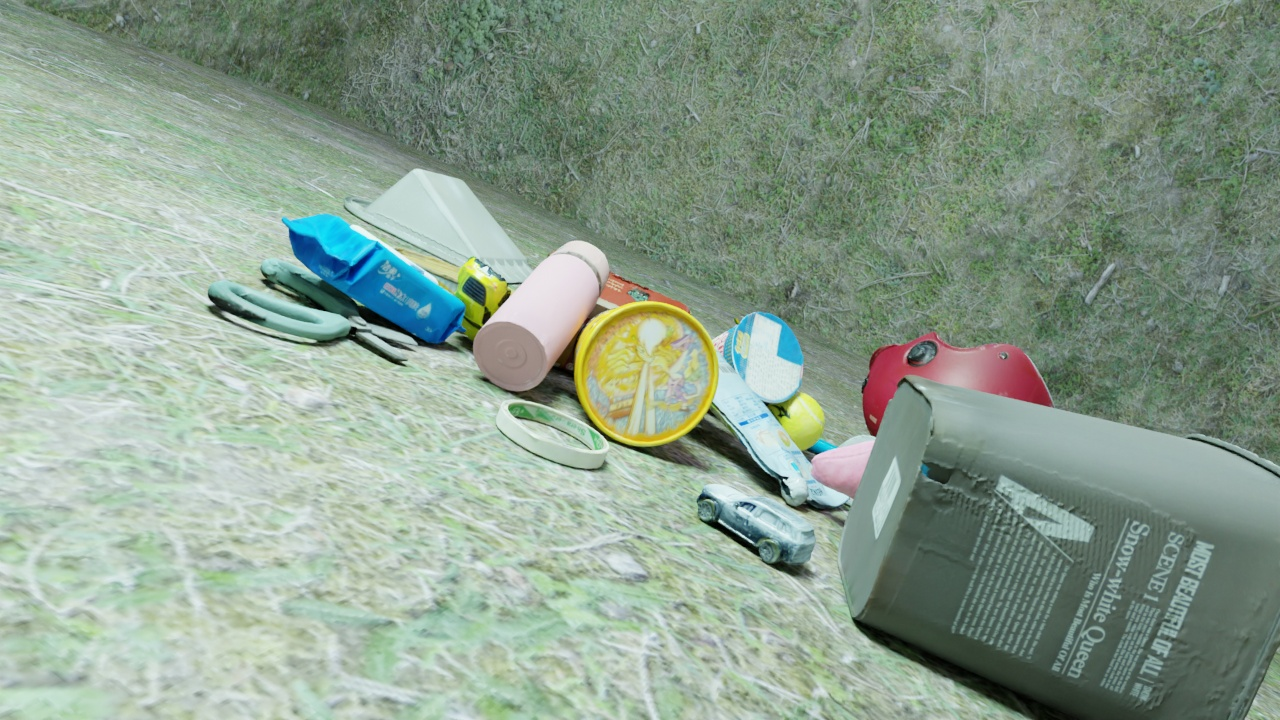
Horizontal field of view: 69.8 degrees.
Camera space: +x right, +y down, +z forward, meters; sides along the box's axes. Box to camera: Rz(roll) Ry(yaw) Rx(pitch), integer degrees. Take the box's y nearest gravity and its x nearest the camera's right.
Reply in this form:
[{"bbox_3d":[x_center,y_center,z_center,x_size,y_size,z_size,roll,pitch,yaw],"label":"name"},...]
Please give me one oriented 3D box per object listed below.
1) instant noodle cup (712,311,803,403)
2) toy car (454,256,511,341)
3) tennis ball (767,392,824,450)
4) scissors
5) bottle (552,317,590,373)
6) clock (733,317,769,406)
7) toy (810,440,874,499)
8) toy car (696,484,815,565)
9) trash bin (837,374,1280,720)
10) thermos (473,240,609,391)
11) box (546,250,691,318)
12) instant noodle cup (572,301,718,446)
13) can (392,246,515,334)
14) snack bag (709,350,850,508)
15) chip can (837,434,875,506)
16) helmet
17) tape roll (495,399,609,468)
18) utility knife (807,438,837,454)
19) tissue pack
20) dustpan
[{"bbox_3d":[0.104,0.009,0.996,0.099,0.099,0.110,18,-23,-30],"label":"instant noodle cup"},{"bbox_3d":[-0.147,-0.047,0.825,0.048,0.105,0.032,36,56,10],"label":"toy car"},{"bbox_3d":[0.165,0.066,0.989,0.065,0.065,0.065,23,10,-5],"label":"tennis ball"},{"bbox_3d":[-0.260,-0.042,0.700,0.170,0.019,0.179,32,10,22],"label":"scissors"},{"bbox_3d":[-0.010,0.005,0.924,0.175,0.057,0.057,21,11,-14],"label":"bottle"},{"bbox_3d":[0.151,0.009,1.187,0.117,0.059,0.159,35,-17,14],"label":"clock"},{"bbox_3d":[0.234,0.087,0.756,0.195,0.074,0.178,-12,-51,31],"label":"toy"},{"bbox_3d":[0.081,0.113,0.646,0.091,0.034,0.042,28,14,32],"label":"toy car"},{"bbox_3d":[0.265,0.120,0.612,0.220,0.199,0.198,18,10,3],"label":"trash bin"},{"bbox_3d":[-0.088,-0.044,0.824,0.067,0.087,0.198,51,28,-15],"label":"thermos"},{"bbox_3d":[-0.037,-0.046,0.983,0.168,0.092,0.077,23,41,-7],"label":"box"},{"bbox_3d":[-0.005,0.005,0.794,0.118,0.118,0.114,21,3,-15],"label":"instant noodle cup"},{"bbox_3d":[-0.181,-0.062,0.900,0.148,0.049,0.074,20,11,-21],"label":"can"},{"bbox_3d":[0.110,0.065,0.855,0.191,0.039,0.110,50,14,26],"label":"snack bag"},{"bbox_3d":[0.272,0.118,0.951,0.071,0.071,0.214,31,12,34],"label":"chip can"},{"bbox_3d":[0.366,0.082,1.113,0.240,0.143,0.207,9,-39,39],"label":"helmet"},{"bbox_3d":[-0.064,0.053,0.672,0.086,0.014,0.085,23,10,-5],"label":"tape roll"},{"bbox_3d":[0.213,0.101,1.055,0.179,0.018,0.034,25,9,-2],"label":"utility knife"},{"bbox_3d":[-0.218,-0.071,0.767,0.095,0.052,0.157,30,-5,36],"label":"tissue pack"},{"bbox_3d":[-0.299,-0.176,1.345,0.257,0.143,0.222,54,13,3],"label":"dustpan"}]
